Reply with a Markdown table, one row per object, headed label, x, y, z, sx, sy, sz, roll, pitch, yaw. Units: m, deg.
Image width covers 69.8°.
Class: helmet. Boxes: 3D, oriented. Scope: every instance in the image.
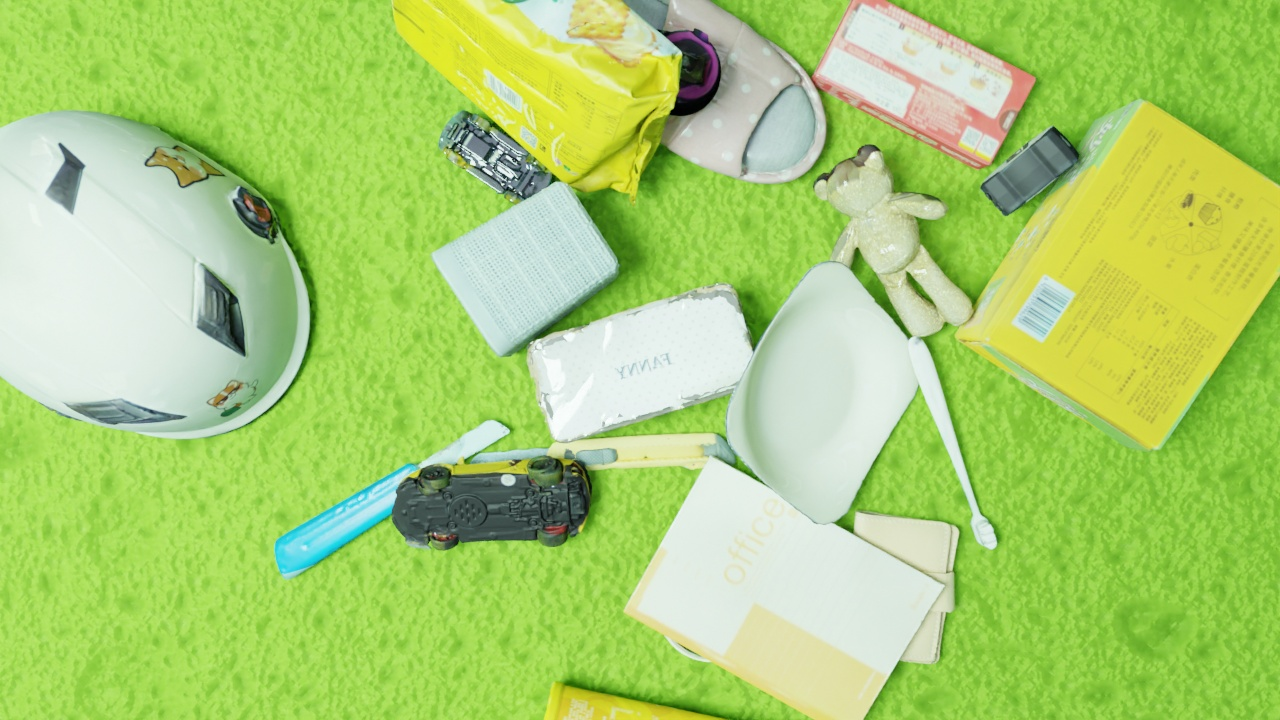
| label | x | y | z | sx | sy | sz | roll | pitch | yaw |
| --- | --- | --- | --- | --- | --- | --- | --- | --- | --- |
| helmet | -0.391 | -0.060 | 0.664 | 0.230 | 0.157 | 0.274 | -43 | 91 | 3 |

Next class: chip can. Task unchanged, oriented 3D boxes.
| label | x | y | z | sx | sy | sz | roll | pitch | yaw |
| --- | --- | --- | --- | --- | --- | --- | --- | --- | --- |
| chip can | 0.027 | 0.306 | 0.713 | 0.213 | 0.072 | 0.072 | 11 | 93 | 1 |

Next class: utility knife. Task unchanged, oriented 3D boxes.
| label | x | y | z | sx | sy | sz | roll | pitch | yaw |
| --- | --- | --- | --- | --- | --- | --- | --- | --- | --- |
| utility knife | -0.033 | 0.077 | 0.735 | 0.216 | 0.022 | 0.031 | -4 | 90 | 7 |
| utility knife | -0.200 | 0.108 | 0.735 | 0.218 | 0.018 | 0.034 | -31 | 90 | 4 |

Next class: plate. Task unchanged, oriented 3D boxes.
| label | x | y | z | sx | sy | sz | roll | pitch | yaw |
| --- | --- | --- | --- | --- | --- | --- | --- | --- | --- |
| plate | 0.131 | 0.024 | 0.685 | 0.163 | 0.034 | 0.164 | 41 | 76 | -33 |

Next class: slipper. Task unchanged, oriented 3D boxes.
| label | x | y | z | sx | sy | sz | roll | pitch | yaw |
| --- | --- | --- | --- | --- | --- | --- | --- | --- | --- |
| slipper | 0.020 | -0.229 | 0.695 | 0.274 | 0.054 | 0.114 | 33 | 93 | 0 |

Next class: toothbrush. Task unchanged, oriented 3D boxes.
| label | x | y | z | sx | sy | sz | roll | pitch | yaw |
| --- | --- | --- | --- | --- | --- | --- | --- | --- | --- |
| toothbrush | 0.243 | 0.065 | 0.715 | 0.016 | 0.016 | 0.180 | -22 | 97 | 1 |

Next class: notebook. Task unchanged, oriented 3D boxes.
| label | x | y | z | sx | sy | sz | roll | pitch | yaw |
| --- | --- | --- | --- | --- | --- | --- | --- | --- | --- |
| notebook | 0.110 | 0.185 | 0.717 | 0.206 | 0.010 | 0.146 | 30 | 94 | 2 |

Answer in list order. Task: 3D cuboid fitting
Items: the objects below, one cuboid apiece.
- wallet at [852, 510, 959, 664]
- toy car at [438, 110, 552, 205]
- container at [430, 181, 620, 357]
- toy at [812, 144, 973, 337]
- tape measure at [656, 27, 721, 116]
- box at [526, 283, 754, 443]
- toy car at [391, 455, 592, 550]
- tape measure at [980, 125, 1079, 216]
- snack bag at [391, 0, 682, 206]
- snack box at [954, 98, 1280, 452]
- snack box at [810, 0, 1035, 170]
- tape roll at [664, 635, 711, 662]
| label | x | y | z | sx | sy | sz | roll | pitch | yaw |
| --- | --- | --- | --- | --- | --- | --- | --- | --- | --- |
| wallet | 0.207 | 0.181 | 0.726 | 0.087 | 0.024 | 0.115 | 7 | 92 | 0 |
| toy car | -0.111 | -0.155 | 0.711 | 0.091 | 0.036 | 0.043 | 35 | 92 | 0 |
| container | -0.081 | -0.070 | 0.690 | 0.111 | 0.090 | 0.090 | -34 | 92 | 0 |
| toy | 0.196 | -0.088 | 0.699 | 0.105 | 0.066 | 0.157 | -29 | 97 | 45 |
| tape measure | 0.028 | -0.204 | 0.649 | 0.058 | 0.039 | 0.057 | 13 | 93 | -2 |
| box | -0.004 | 0.004 | 0.706 | 0.184 | 0.062 | 0.090 | -15 | 92 | 4 |
| toy car | -0.116 | 0.109 | 0.717 | 0.156 | 0.041 | 0.071 | -4 | 114 | -1 |
| tape measure | 0.291 | -0.143 | 0.687 | 0.066 | 0.065 | 0.033 | -41 | 88 | 30 |
| snack bag | -0.082 | -0.219 | 0.639 | 0.246 | 0.158 | 0.068 | 41 | 72 | 2 |
| snack box | 0.365 | -0.061 | 0.686 | 0.157 | 0.070 | 0.210 | 32 | 93 | 0 |
| snack box | 0.215 | -0.215 | 0.705 | 0.153 | 0.025 | 0.075 | 27 | 92 | 0 |
| tape roll | 0.056 | 0.198 | 0.735 | 0.086 | 0.014 | 0.086 | 0 | 92 | 2 |
